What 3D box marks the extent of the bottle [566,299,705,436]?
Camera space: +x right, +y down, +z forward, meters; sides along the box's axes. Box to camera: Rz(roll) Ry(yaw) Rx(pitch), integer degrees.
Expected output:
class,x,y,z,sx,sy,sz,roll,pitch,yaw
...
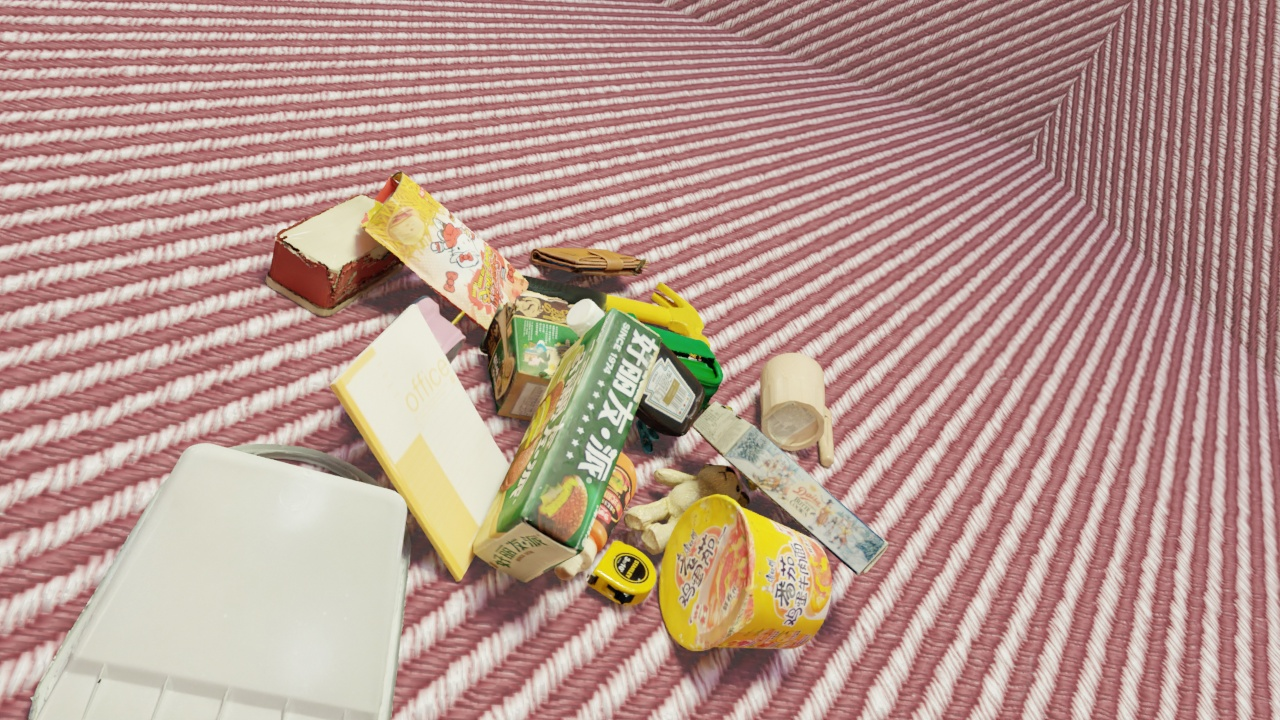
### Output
class,x,y,z,sx,sy,sz,roll,pitch,yaw
bottle,-0.006,0.006,0.982,0.195,0.044,0.079,44,64,-36

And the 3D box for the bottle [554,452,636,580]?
class,x,y,z,sx,sy,sz,roll,pitch,yaw
bottle,-0.050,0.148,0.872,0.067,0.067,0.149,26,39,-2

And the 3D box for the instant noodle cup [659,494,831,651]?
class,x,y,z,sx,sy,sz,roll,pitch,yaw
instant noodle cup,0.099,0.203,0.842,0.109,0.138,0.138,20,32,-28

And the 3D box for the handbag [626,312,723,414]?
class,x,y,z,sx,sy,sz,roll,pitch,yaw
handbag,0.030,0.004,1.110,0.131,0.068,0.120,18,33,-24

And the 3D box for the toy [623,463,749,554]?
class,x,y,z,sx,sy,sz,roll,pitch,yaw
toy,0.047,0.148,0.935,0.156,0.066,0.105,-20,58,-46

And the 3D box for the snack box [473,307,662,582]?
class,x,y,z,sx,sy,sz,roll,pitch,yaw
snack box,-0.063,0.074,0.835,0.063,0.115,0.239,33,53,-14

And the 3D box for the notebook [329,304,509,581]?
class,x,y,z,sx,sy,sz,roll,pitch,yaw
notebook,-0.181,0.069,0.807,0.206,0.010,0.145,64,25,-21

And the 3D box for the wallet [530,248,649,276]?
class,x,y,z,sx,sy,sz,roll,pitch,yaw
wallet,-0.065,-0.133,1.257,0.130,0.035,0.119,-5,14,-42

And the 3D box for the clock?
class,x,y,z,sx,sy,sz,roll,pitch,yaw
clock,-0.231,0.007,0.888,0.060,0.117,0.158,40,30,-2

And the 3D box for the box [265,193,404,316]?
class,x,y,z,sx,sy,sz,roll,pitch,yaw
box,-0.331,-0.128,1.036,0.091,0.081,0.167,30,32,4

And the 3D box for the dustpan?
class,x,y,z,sx,sy,sz,roll,pitch,yaw
dustpan,-0.287,0.170,0.710,0.222,0.143,0.257,18,62,-15

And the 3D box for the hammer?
class,x,y,z,sx,sy,sz,roll,pitch,yaw
hammer,-0.051,-0.076,1.215,0.300,0.033,0.128,11,35,-26

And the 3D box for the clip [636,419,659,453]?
class,x,y,z,sx,sy,sz,roll,pitch,yaw
clip,0.007,0.081,1.046,0.014,0.047,0.057,12,33,-22

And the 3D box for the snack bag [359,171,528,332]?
class,x,y,z,sx,sy,sz,roll,pitch,yaw
snack bag,-0.216,-0.116,1.047,0.208,0.073,0.128,40,35,-28

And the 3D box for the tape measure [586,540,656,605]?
class,x,y,z,sx,sy,sz,roll,pitch,yaw
tape measure,-0.016,0.200,0.849,0.057,0.029,0.059,30,32,7

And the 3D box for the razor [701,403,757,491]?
class,x,y,z,sx,sy,sz,roll,pitch,yaw
razor,0.115,0.101,1.094,0.043,0.028,0.132,12,37,-30

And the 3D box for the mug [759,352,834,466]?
class,x,y,z,sx,sy,sz,roll,pitch,yaw
mug,0.206,0.066,1.172,0.124,0.084,0.103,47,28,-20

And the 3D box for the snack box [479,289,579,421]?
class,x,y,z,sx,sy,sz,roll,pitch,yaw
snack box,-0.108,0.007,0.996,0.118,0.118,0.105,13,47,-19

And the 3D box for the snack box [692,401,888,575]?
class,x,y,z,sx,sy,sz,roll,pitch,yaw
snack box,0.145,0.124,0.942,0.182,0.046,0.178,41,-1,-8
